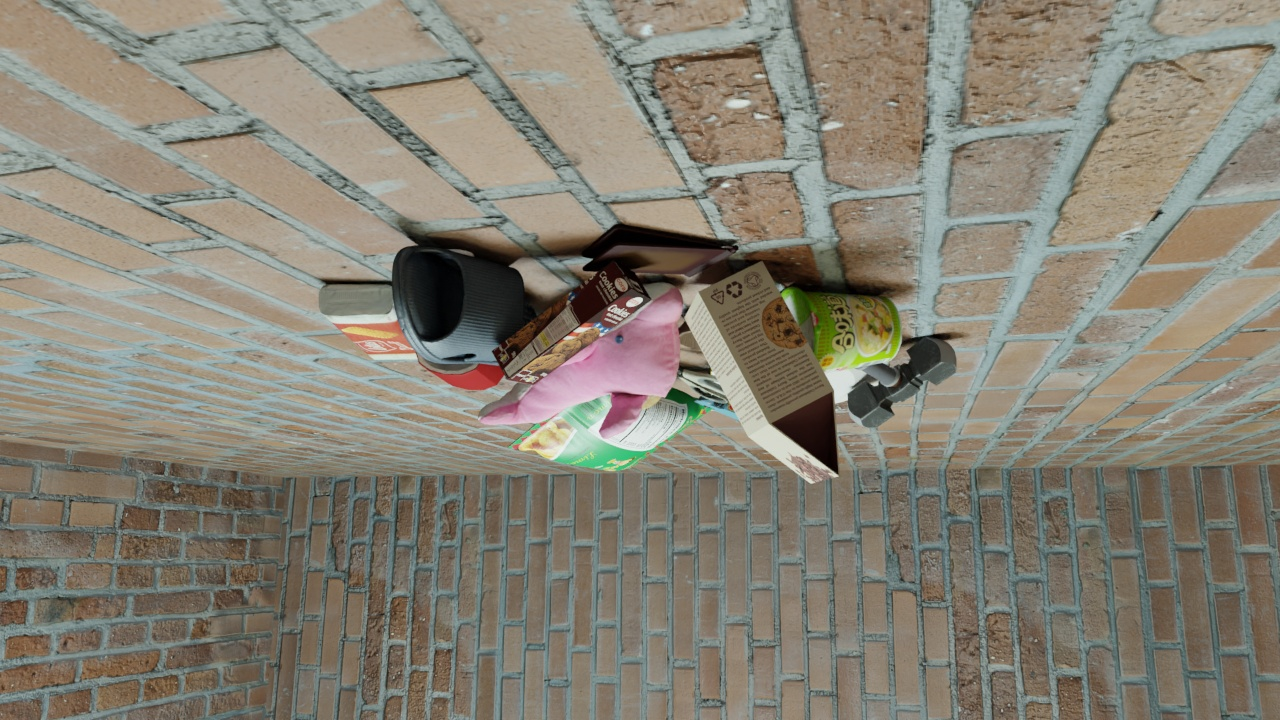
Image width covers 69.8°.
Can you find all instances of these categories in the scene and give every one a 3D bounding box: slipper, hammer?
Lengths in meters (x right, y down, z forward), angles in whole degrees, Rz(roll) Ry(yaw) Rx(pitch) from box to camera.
[{"bbox_3d":[-0.140,-0.042,0.877,0.083,0.101,0.263,-2,171,18],"label":"slipper"},{"bbox_3d":[0.239,-0.012,1.075,0.156,0.043,0.322,-41,138,25],"label":"hammer"}]

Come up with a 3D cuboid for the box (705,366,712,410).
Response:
[{"bbox_3d":[0.155,0.040,1.371,0.118,0.050,0.205,4,167,4],"label":"box"}]

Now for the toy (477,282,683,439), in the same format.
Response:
[{"bbox_3d":[-0.045,0.019,0.975,0.266,0.128,0.186,-33,173,32],"label":"toy"}]

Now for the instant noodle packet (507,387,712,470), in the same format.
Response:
[{"bbox_3d":[-0.034,0.092,1.317,0.196,0.090,0.252,-39,145,29],"label":"instant noodle packet"}]

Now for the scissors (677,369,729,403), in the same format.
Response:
[{"bbox_3d":[0.053,0.021,1.235,0.170,0.012,0.133,13,157,20],"label":"scissors"}]

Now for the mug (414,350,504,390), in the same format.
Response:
[{"bbox_3d":[-0.188,-0.011,1.057,0.116,0.080,0.096,6,169,7],"label":"mug"}]

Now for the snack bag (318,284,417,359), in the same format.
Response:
[{"bbox_3d":[-0.295,-0.040,1.039,0.077,0.041,0.225,-1,167,-3],"label":"snack bag"}]

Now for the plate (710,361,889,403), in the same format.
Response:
[{"bbox_3d":[0.207,0.021,1.195,0.230,0.021,0.230,2,153,1],"label":"plate"}]

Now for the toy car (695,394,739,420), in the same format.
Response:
[{"bbox_3d":[0.133,0.065,1.310,0.107,0.027,0.060,22,171,-11],"label":"toy car"}]

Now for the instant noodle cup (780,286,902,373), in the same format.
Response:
[{"bbox_3d":[0.204,-0.029,0.948,0.107,0.099,0.099,-4,170,-18],"label":"instant noodle cup"}]

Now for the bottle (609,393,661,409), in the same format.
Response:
[{"bbox_3d":[-0.007,0.007,1.118,0.099,0.099,0.111,-1,-163,8],"label":"bottle"}]

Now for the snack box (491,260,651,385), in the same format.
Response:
[{"bbox_3d":[-0.062,-0.032,0.833,0.141,0.031,0.051,-35,162,14],"label":"snack box"}]

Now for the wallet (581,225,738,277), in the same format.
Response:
[{"bbox_3d":[0.016,-0.095,0.821,0.115,0.018,0.092,3,169,-24],"label":"wallet"}]

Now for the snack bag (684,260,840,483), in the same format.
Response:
[{"bbox_3d":[0.126,0.022,0.879,0.070,0.206,0.094,-26,172,-9],"label":"snack bag"}]

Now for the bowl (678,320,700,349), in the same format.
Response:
[{"bbox_3d":[0.098,-0.038,1.043,0.118,0.030,0.118,1,168,0],"label":"bowl"}]
